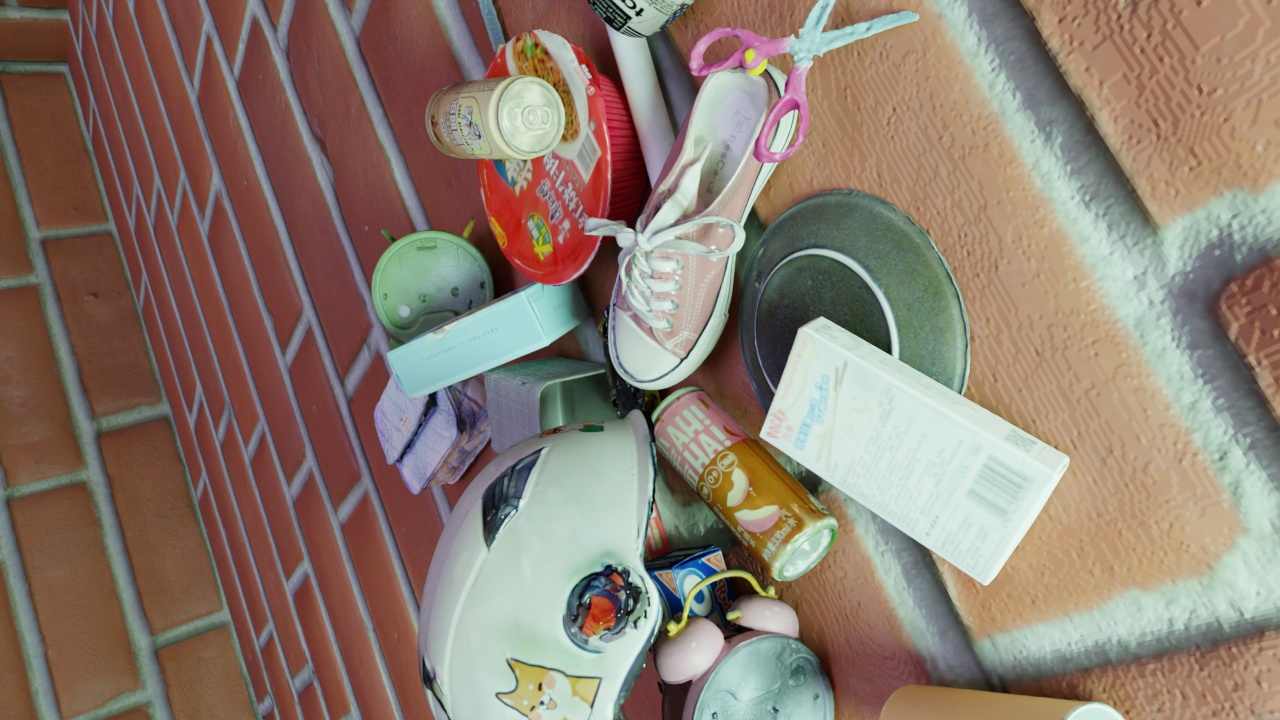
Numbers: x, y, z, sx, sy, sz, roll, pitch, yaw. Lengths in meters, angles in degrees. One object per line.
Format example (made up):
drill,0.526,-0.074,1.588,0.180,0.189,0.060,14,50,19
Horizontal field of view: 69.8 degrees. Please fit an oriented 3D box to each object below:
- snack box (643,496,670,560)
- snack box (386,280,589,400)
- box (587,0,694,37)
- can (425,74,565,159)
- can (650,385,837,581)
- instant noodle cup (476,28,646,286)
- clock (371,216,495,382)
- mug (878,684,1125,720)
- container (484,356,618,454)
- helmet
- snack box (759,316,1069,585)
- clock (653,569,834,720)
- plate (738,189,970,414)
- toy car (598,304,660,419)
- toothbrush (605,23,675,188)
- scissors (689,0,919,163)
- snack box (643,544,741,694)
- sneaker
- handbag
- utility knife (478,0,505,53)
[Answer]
snack box,-0.035,0.144,0.820,0.153,0.025,0.075,-22,82,53
snack box,-0.136,-0.022,0.807,0.175,0.074,0.051,-20,102,31
box,0.034,-0.277,0.591,0.075,0.083,0.164,40,142,-12
can,-0.110,-0.180,0.683,0.116,0.058,0.058,16,113,50
can,0.068,0.083,0.637,0.147,0.057,0.058,46,134,35
instant noodle cup,-0.058,-0.158,0.725,0.194,0.065,0.194,22,118,49
clock,-0.196,-0.054,0.901,0.056,0.116,0.161,-99,3,-77
mug,0.194,0.217,0.503,0.123,0.078,0.078,-14,89,59
container,-0.074,0.046,0.791,0.114,0.090,0.090,14,111,53
helmet,-0.075,0.169,0.642,0.230,0.157,0.274,-150,62,-79
snack box,0.147,0.049,0.520,0.157,0.026,0.085,34,128,26
clock,0.068,0.224,0.636,0.060,0.117,0.158,-1,101,62
plate,0.118,-0.014,0.570,0.180,0.024,0.179,21,117,49
toy car,-0.004,0.004,0.731,0.048,0.032,0.105,13,115,50
toothbrush,0.016,-0.147,0.664,0.026,0.026,0.221,-18,86,30
scissors,0.090,-0.170,0.520,0.134,0.017,0.130,-7,76,25
snack box,0.054,0.251,0.708,0.058,0.057,0.207,-23,82,50
sneaker,0.022,-0.079,0.600,0.118,0.087,0.242,37,122,23
handbag,-0.231,0.056,1.010,0.194,0.075,0.134,-49,61,47
utility knife,-0.113,-0.243,0.819,0.031,0.022,0.220,-24,77,47
